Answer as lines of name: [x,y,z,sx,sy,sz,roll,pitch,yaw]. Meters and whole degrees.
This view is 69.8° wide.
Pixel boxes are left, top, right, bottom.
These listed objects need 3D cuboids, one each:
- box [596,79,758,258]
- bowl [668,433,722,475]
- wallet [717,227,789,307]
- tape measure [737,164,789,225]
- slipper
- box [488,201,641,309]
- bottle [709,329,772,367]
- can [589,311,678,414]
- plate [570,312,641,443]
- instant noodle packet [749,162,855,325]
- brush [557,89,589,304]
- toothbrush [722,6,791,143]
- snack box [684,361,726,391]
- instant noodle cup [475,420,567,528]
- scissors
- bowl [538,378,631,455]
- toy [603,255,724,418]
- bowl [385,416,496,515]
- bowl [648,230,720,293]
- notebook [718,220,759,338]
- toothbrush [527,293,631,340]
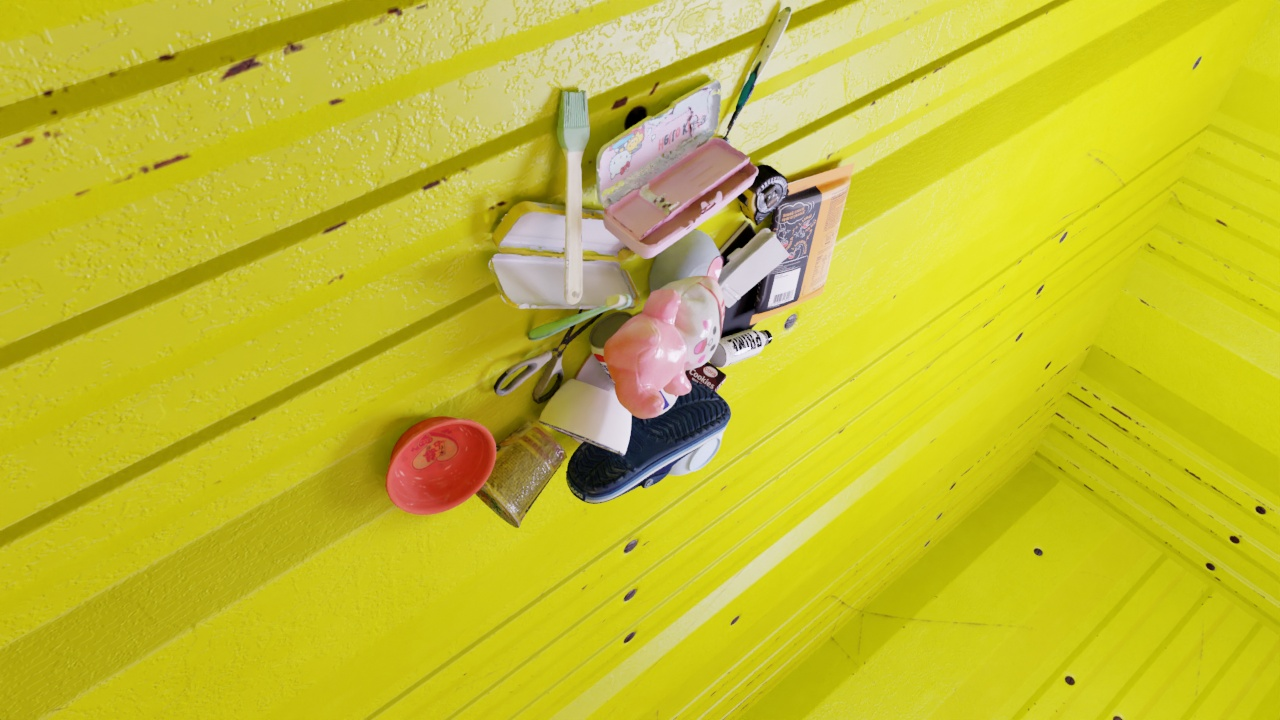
box: [0.044,-0.210,0.982,0.201,0.101,0.103,-39,158,-32]
bowl: [0.073,0.119,1.392,0.150,0.075,0.151,-34,148,-25]
wallet: [0.142,-0.125,1.241,0.116,0.032,0.086,-42,152,5]
tape measure: [0.159,-0.216,1.173,0.067,0.038,0.062,-39,144,-3]
slipper: [0.006,0.114,1.246,0.252,0.105,0.095,-29,149,-25]
box: [-0.062,-0.107,0.983,0.209,0.080,0.084,-4,147,-50]
bottle: [0.150,-0.022,1.356,0.115,0.041,0.041,-19,137,-39]
can: [-0.007,0.007,1.152,0.070,0.070,0.132,-42,128,-12]
plate: [-0.007,0.029,1.254,0.229,0.021,0.230,-31,145,-26]
instant noodle packet: [0.232,-0.166,1.316,0.159,0.032,0.221,-23,136,-34]
brush: [-0.068,-0.160,0.926,0.033,0.012,0.218,-17,118,-38]
toothbrush: [0.128,-0.315,1.056,0.017,0.016,0.189,-15,137,-57]
snack box: [0.061,0.064,1.321,0.140,0.051,0.032,-52,169,-8]
instant noodle cup: [-0.152,0.135,1.132,0.108,0.102,0.102,-47,150,-20]
scissors: [-0.107,-0.002,1.092,0.157,0.012,0.169,-29,151,-28]
bowl: [-0.062,0.068,1.140,0.116,0.116,0.065,34,76,-58]
toy: [0.037,-0.031,1.076,0.212,0.084,0.142,-42,140,-44]
bowl: [-0.231,0.109,1.032,0.130,0.045,0.131,-21,132,-25]
bowl: [0.064,-0.110,1.165,0.106,0.039,0.106,-26,137,-27]
notebook: [0.133,-0.094,1.307,0.141,0.008,0.209,-47,149,-2]
toothbrush: [-0.072,-0.045,0.993,0.016,0.016,0.181,0,168,-40]
